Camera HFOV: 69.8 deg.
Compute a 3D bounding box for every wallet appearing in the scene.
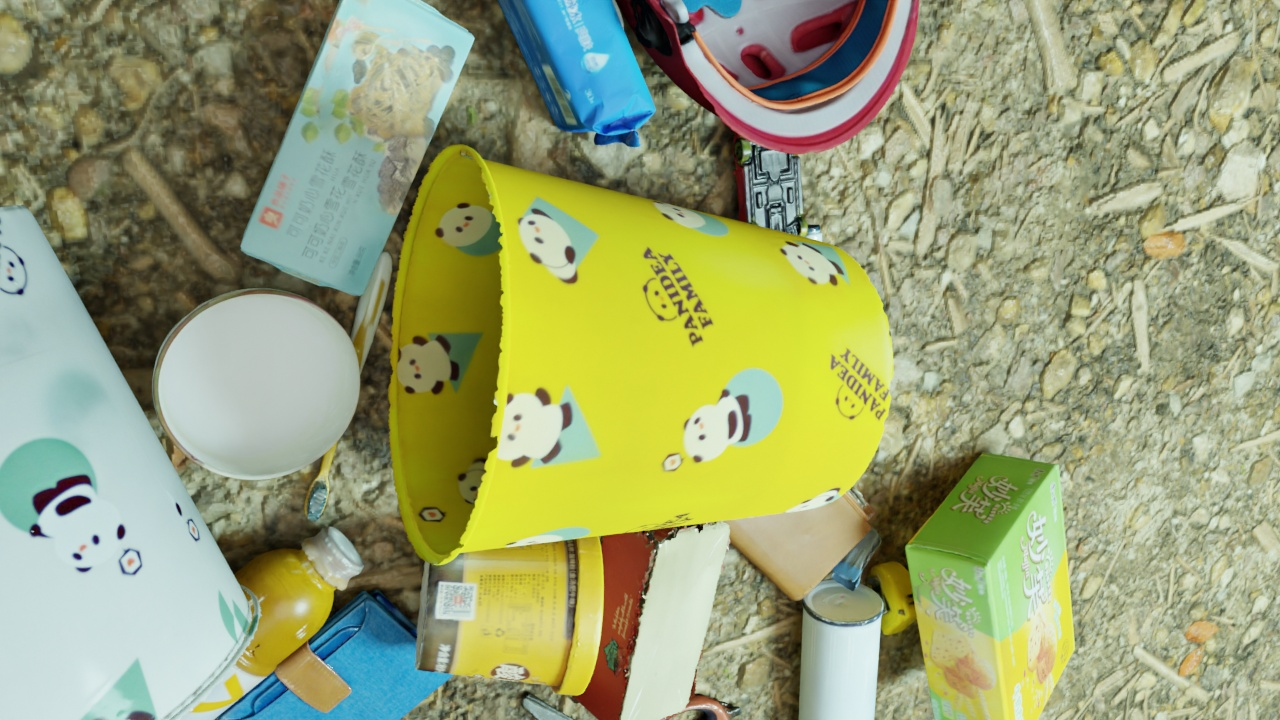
[{"bbox_3d":[-0.214,0.234,0.653,0.133,0.040,0.106,-39,120,-6],"label":"wallet"},{"bbox_3d":[0.123,0.123,0.746,0.108,0.031,0.132,-45,117,0],"label":"wallet"}]

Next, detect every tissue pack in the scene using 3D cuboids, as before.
[{"bbox_3d":[-0.044,-0.201,0.549,0.052,0.095,0.157,-29,113,-8],"label":"tissue pack"}]

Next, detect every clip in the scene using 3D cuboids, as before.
[{"bbox_3d":[0.186,0.166,0.784,0.058,0.027,0.045,-53,143,-21],"label":"clip"}]

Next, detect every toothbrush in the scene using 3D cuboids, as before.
[{"bbox_3d":[-0.193,0.020,0.604,0.016,0.018,0.191,14,101,-25],"label":"toothbrush"}]

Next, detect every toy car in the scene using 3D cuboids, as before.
[{"bbox_3d":[0.091,-0.126,0.657,0.049,0.031,0.106,-13,111,-17],"label":"toy car"}]

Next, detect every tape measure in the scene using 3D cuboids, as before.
[{"bbox_3d":[0.215,0.204,0.790,0.029,0.057,0.060,-10,150,-14],"label":"tape measure"}]

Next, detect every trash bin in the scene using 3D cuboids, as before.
[{"bbox_3d":[-0.003,0.003,0.565,0.255,0.230,0.230,3,105,-27],"label":"trash bin"},{"bbox_3d":[-0.351,0.070,0.456,0.229,0.229,0.252,-20,107,-14],"label":"trash bin"}]

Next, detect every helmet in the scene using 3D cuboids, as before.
[{"bbox_3d":[0.065,-0.255,0.550,0.206,0.144,0.240,-29,128,-16],"label":"helmet"}]

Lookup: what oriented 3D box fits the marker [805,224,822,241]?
[{"bbox_3d":[0.132,-0.039,0.706,0.023,0.018,0.131,6,111,23],"label":"marker"}]

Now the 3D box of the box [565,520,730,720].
[{"bbox_3d":[0.011,0.190,0.685,0.091,0.080,0.168,-3,109,-45],"label":"box"}]

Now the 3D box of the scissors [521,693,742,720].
[{"bbox_3d":[-0.012,0.332,0.770,0.226,0.015,0.189,-16,111,-14],"label":"scissors"}]

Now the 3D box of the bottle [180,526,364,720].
[{"bbox_3d":[-0.268,0.182,0.598,0.189,0.068,0.068,-39,115,-5],"label":"bottle"}]

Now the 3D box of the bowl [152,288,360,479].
[{"bbox_3d":[-0.234,0.009,0.556,0.113,0.062,0.113,-8,106,-31],"label":"bowl"}]

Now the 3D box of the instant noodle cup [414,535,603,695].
[{"bbox_3d":[-0.093,0.168,0.637,0.114,0.118,0.118,7,103,-15],"label":"instant noodle cup"}]

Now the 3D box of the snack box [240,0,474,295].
[{"bbox_3d":[-0.170,-0.132,0.547,0.074,0.051,0.175,22,97,-26],"label":"snack box"}]

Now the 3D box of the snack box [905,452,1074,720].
[{"bbox_3d":[0.305,0.207,0.784,0.157,0.070,0.210,-34,119,-40],"label":"snack box"}]

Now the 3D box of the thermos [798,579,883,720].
[{"bbox_3d":[0.172,0.306,0.804,0.073,0.073,0.224,-7,109,-18],"label":"thermos"}]
